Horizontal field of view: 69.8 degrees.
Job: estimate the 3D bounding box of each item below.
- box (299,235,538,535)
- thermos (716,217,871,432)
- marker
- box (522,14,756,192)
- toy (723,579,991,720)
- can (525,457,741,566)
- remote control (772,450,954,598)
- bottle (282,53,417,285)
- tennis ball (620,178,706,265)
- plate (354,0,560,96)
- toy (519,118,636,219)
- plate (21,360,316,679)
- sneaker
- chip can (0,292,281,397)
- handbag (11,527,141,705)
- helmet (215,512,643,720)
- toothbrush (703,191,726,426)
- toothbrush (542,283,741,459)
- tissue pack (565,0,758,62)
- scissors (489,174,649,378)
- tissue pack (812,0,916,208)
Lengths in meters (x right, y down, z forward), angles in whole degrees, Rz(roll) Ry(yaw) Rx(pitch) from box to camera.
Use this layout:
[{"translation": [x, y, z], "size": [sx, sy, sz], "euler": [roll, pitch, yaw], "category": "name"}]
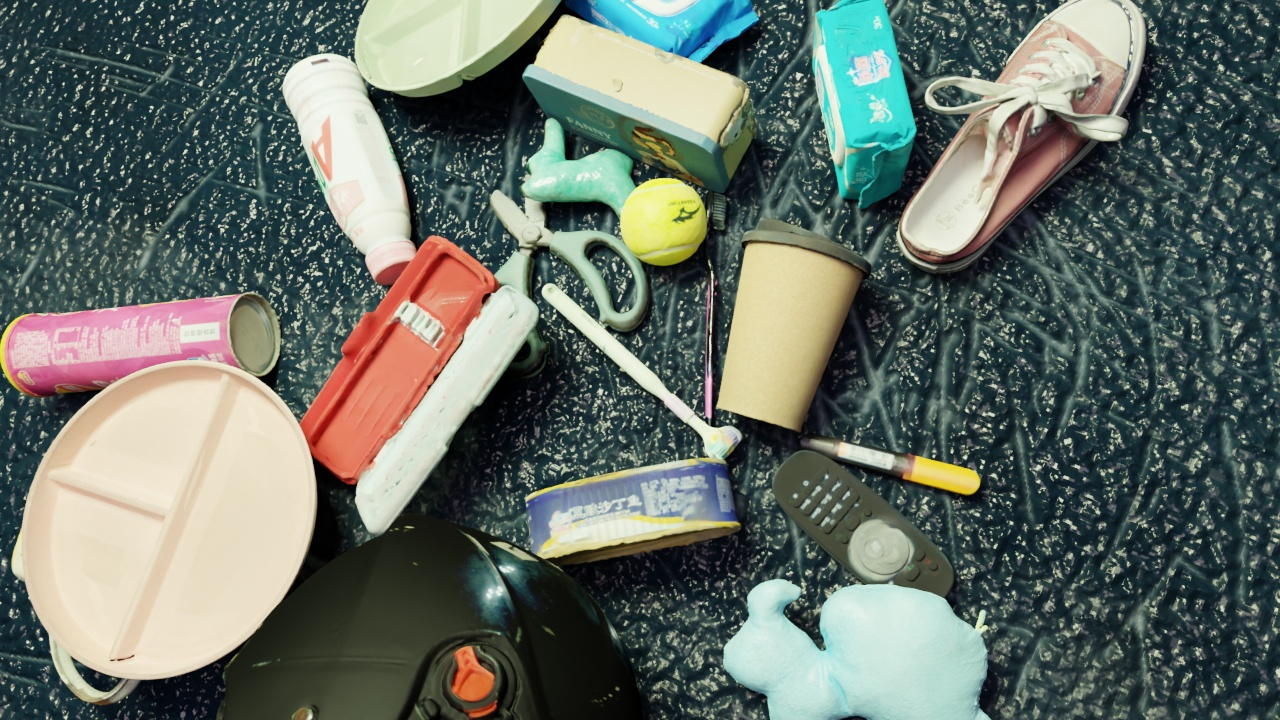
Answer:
[{"translation": [-0.167, 0.017, 0.694], "size": [0.160, 0.063, 0.201], "euler": [36, 91, 37], "category": "box"}, {"translation": [0.102, -0.026, 0.643], "size": [0.093, 0.093, 0.143], "euler": [16, 89, 16], "category": "thermos"}, {"translation": [0.171, 0.071, 0.639], "size": [0.124, 0.015, 0.018], "euler": [13, 78, 18], "category": "marker"}, {"translation": [-0.004, -0.199, 0.705], "size": [0.184, 0.090, 0.063], "euler": [24, 83, 19], "category": "box"}, {"translation": [0.146, 0.195, 0.592], "size": [0.156, 0.049, 0.161], "euler": [-42, 83, 15], "category": "toy"}, {"translation": [-0.007, 0.107, 0.638], "size": [0.148, 0.074, 0.049], "euler": [-13, 71, 10], "category": "can"}, {"translation": [0.150, 0.116, 0.626], "size": [0.136, 0.024, 0.053], "euler": [41, 88, 16], "category": "remote control"}, {"translation": [-0.234, -0.156, 0.758], "size": [0.068, 0.068, 0.197], "euler": [-26, 75, 5], "category": "bottle"}, {"translation": [0.017, -0.104, 0.688], "size": [0.065, 0.065, 0.065], "euler": [-3, 76, 12], "category": "tennis ball"}, {"translation": [-0.141, -0.308, 0.756], "size": [0.231, 0.027, 0.229], "euler": [-15, 57, 24], "category": "plate"}, {"translation": [-0.050, -0.150, 0.727], "size": [0.092, 0.030, 0.096], "euler": [-2, 70, -4], "category": "toy"}, {"translation": [-0.342, 0.113, 0.674], "size": [0.230, 0.028, 0.229], "euler": [-2, 74, 8], "category": "plate"}, {"translation": [0.268, -0.167, 0.636], "size": [0.118, 0.088, 0.241], "euler": [40, 88, 18], "category": "sneaker"}, {"translation": [-0.411, -0.012, 0.759], "size": [0.211, 0.071, 0.071], "euler": [-5, 75, 11], "category": "chip can"}, {"translation": [-0.402, 0.166, 0.712], "size": [0.163, 0.063, 0.178], "euler": [15, 75, 14], "category": "handbag"}, {"translation": [-0.110, 0.220, 0.551], "size": [0.275, 0.234, 0.229], "euler": [16, 50, 17], "category": "helmet"}, {"translation": [0.055, -0.038, 0.692], "size": [0.017, 0.014, 0.189], "euler": [3, 78, -8], "category": "toothbrush"}, {"translation": [-0.004, 0.004, 0.676], "size": [0.189, 0.020, 0.029], "euler": [41, 70, 15], "category": "toothbrush"}, {"translation": [0.009, -0.294, 0.734], "size": [0.094, 0.052, 0.157], "euler": [-43, 71, -16], "category": "tissue pack"}, {"translation": [-0.086, -0.062, 0.726], "size": [0.172, 0.019, 0.176], "euler": [-45, 73, 0], "category": "scissors"}, {"translation": [0.159, -0.184, 0.662], "size": [0.050, 0.093, 0.133], "euler": [-10, 74, 5], "category": "tissue pack"}]
